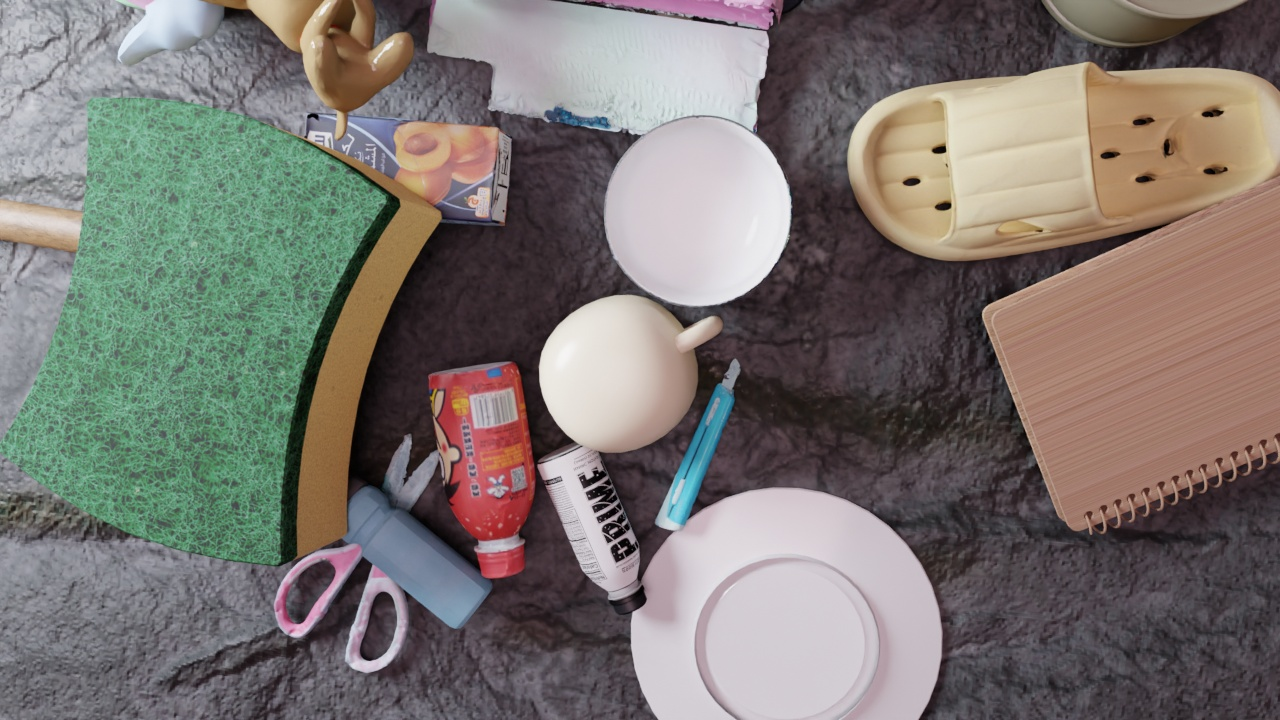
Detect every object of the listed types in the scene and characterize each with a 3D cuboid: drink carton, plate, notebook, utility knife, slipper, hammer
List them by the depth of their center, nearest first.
[{"bbox_3d":[0.260,-0.121,0.546,0.261,0.079,0.111,-5,98,5],"label":"slipper"},{"bbox_3d":[0.337,0.001,0.559,0.210,0.022,0.169,-25,105,7],"label":"notebook"},{"bbox_3d":[-0.153,-0.124,0.599,0.130,0.040,0.064,6,94,5],"label":"drink carton"},{"bbox_3d":[0.041,0.056,0.610,0.022,0.015,0.124,25,96,44],"label":"utility knife"},{"bbox_3d":[0.097,0.189,0.616,0.209,0.015,0.208,0,95,5],"label":"plate"},{"bbox_3d":[-0.402,-0.092,0.628,0.322,0.040,0.129,9,92,3],"label":"hammer"}]

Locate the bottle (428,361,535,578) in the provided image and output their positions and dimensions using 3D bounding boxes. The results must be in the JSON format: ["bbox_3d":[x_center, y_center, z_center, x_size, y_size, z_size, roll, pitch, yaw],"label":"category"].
[{"bbox_3d":[-0.100,0.072,0.601,0.062,0.062,0.137,-7,93,5],"label":"bottle"}]

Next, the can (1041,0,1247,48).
[{"bbox_3d":[0.301,-0.253,0.531,0.128,0.073,0.128,0,95,5],"label":"can"}]

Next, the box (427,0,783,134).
[{"bbox_3d":[-0.035,-0.195,0.553,0.230,0.086,0.106,11,103,8],"label":"box"}]

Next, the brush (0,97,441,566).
[{"bbox_3d":[-0.252,-0.019,0.557,0.195,0.075,0.250,19,96,9],"label":"brush"}]

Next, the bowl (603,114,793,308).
[{"bbox_3d":[0.038,-0.092,0.571,0.113,0.063,0.113,1,100,8],"label":"bowl"}]

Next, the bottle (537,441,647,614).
[{"bbox_3d":[-0.028,0.112,0.608,0.041,0.041,0.116,-23,92,6],"label":"bottle"}]

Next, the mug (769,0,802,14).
[{"bbox_3d":[0.098,-0.263,0.557,0.077,0.071,0.105,45,124,0],"label":"mug"}]

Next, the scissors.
[{"bbox_3d":[-0.172,0.137,0.639,0.105,0.016,0.179,37,93,1],"label":"scissors"}]

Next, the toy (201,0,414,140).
[{"bbox_3d":[-0.188,-0.202,0.542,0.133,0.106,0.108,-18,73,-37],"label":"toy"}]

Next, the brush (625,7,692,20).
[{"bbox_3d":[0.015,-0.227,0.590,0.039,0.012,0.151,-42,91,8],"label":"brush"}]

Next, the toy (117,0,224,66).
[{"bbox_3d":[-0.267,-0.292,0.566,0.171,0.120,0.222,7,95,14],"label":"toy"}]

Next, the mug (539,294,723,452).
[{"bbox_3d":[-0.003,0.003,0.567,0.120,0.099,0.096,-27,92,7],"label":"mug"}]

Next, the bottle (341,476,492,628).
[{"bbox_3d":[-0.159,0.124,0.610,0.130,0.040,0.040,39,97,0],"label":"bottle"}]
